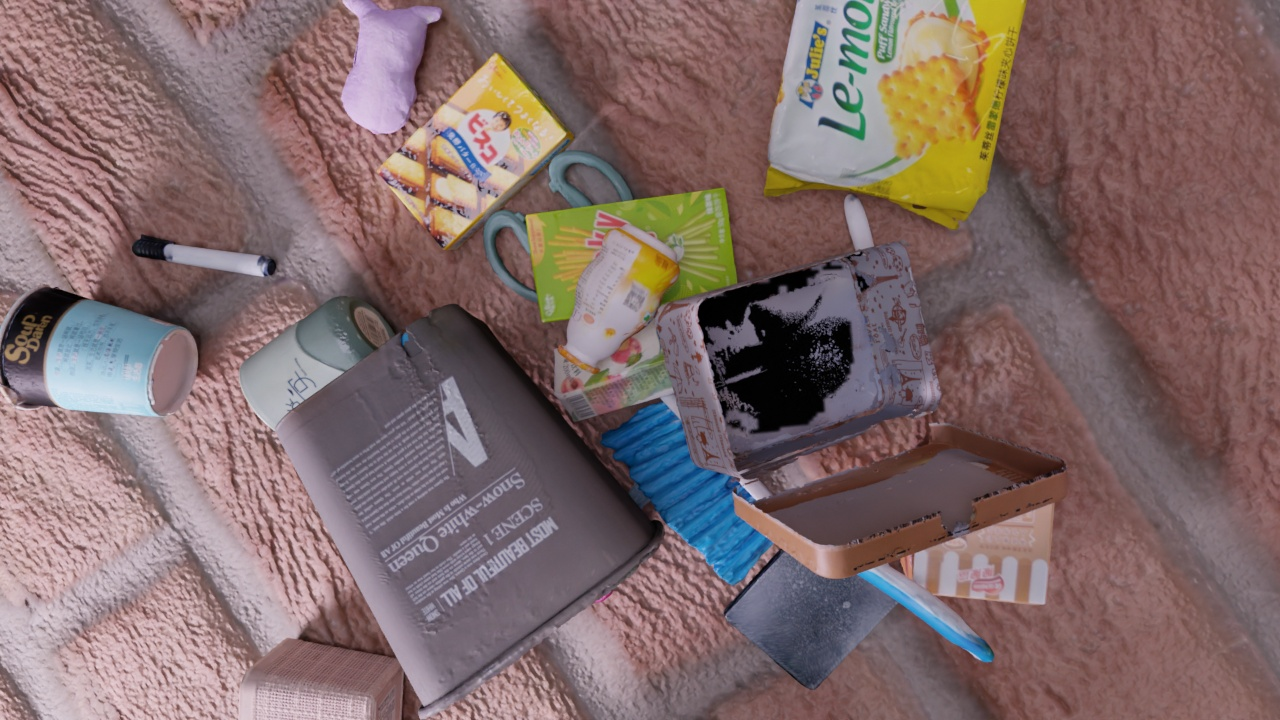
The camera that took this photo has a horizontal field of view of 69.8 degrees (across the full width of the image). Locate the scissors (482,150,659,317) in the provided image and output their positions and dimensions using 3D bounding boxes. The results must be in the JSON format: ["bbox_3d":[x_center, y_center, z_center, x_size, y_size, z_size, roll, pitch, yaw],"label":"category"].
[{"bbox_3d":[-0.055,-0.072,0.743,0.161,0.019,0.179,-24,95,7],"label":"scissors"}]

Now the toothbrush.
[{"bbox_3d":[0.187,-0.042,0.709,0.016,0.016,0.180,-17,92,-4],"label":"toothbrush"}]

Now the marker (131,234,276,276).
[{"bbox_3d":[-0.379,-0.091,0.796,0.131,0.018,0.022,8,87,9],"label":"marker"}]

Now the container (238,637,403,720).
[{"bbox_3d":[-0.267,0.298,0.781,0.111,0.090,0.090,5,96,5],"label":"container"}]

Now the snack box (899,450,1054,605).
[{"bbox_3d":[0.248,0.121,0.684,0.093,0.077,0.094,3,95,9],"label":"snack box"}]

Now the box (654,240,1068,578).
[{"bbox_3d":[0.133,0.011,0.609,0.180,0.217,0.158,-15,105,-17],"label":"box"}]

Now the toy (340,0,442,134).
[{"bbox_3d":[-0.210,-0.238,0.743,0.084,0.039,0.108,13,100,8],"label":"toy"}]

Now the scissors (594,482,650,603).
[{"bbox_3d":[-0.016,0.144,0.761,0.137,0.017,0.072,-44,82,7],"label":"scissors"}]

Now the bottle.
[{"bbox_3d":[-0.019,-0.044,0.674,0.063,0.063,0.108,32,95,5],"label":"bottle"}]

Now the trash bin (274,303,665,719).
[{"bbox_3d":[-0.123,0.096,0.663,0.199,0.198,0.219,-35,87,-2],"label":"trash bin"}]

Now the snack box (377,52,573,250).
[{"bbox_3d":[-0.133,-0.166,0.742,0.140,0.033,0.087,-40,89,9],"label":"snack box"}]

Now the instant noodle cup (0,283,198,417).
[{"bbox_3d":[-0.451,0.001,0.778,0.120,0.111,0.111,12,97,0],"label":"instant noodle cup"}]

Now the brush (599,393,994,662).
[{"bbox_3d":[0.102,0.130,0.680,0.109,0.060,0.314,-44,66,1],"label":"brush"}]

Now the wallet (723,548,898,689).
[{"bbox_3d":[0.140,0.195,0.739,0.097,0.019,0.121,40,102,3],"label":"wallet"}]

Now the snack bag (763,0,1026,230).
[{"bbox_3d":[0.188,-0.229,0.665,0.158,0.068,0.246,12,97,7],"label":"snack bag"}]

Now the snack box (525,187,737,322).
[{"bbox_3d":[-0.006,-0.082,0.717,0.156,0.026,0.086,-7,96,-1],"label":"snack box"}]

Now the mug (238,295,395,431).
[{"bbox_3d":[-0.250,0.014,0.757,0.106,0.082,0.112,-34,111,10],"label":"mug"}]

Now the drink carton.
[{"bbox_3d":[-0.004,0.004,0.720,0.123,0.053,0.045,-17,136,12],"label":"drink carton"}]
